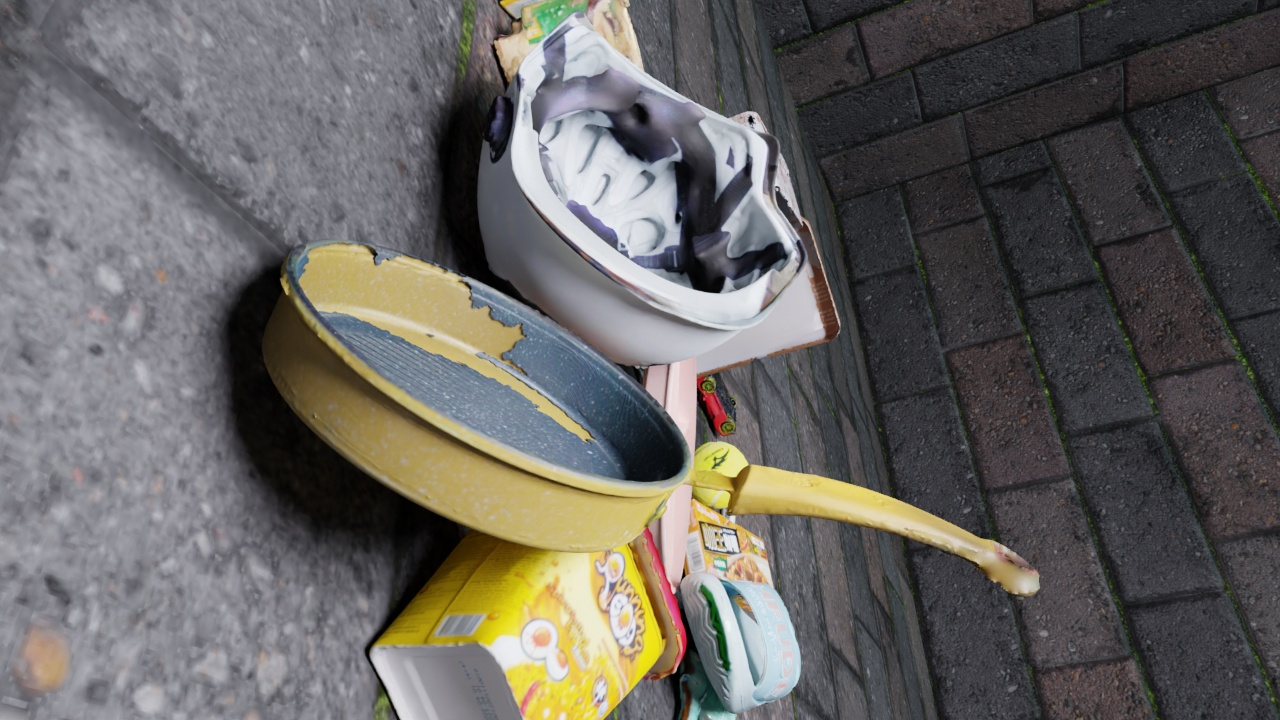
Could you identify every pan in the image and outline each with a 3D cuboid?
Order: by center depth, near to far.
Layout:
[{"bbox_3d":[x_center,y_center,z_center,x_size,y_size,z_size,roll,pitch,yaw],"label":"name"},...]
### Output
[{"bbox_3d":[0.007,0.037,0.413,0.357,0.078,0.197,31,14,-2],"label":"pan"}]

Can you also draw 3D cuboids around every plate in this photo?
[{"bbox_3d":[0.023,0.070,0.741,0.229,0.028,0.229,4,89,-82],"label":"plate"}]

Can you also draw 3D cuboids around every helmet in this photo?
[{"bbox_3d":[-0.018,-0.092,0.630,0.229,0.146,0.258,22,46,-24],"label":"helmet"}]

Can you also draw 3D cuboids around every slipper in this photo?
[{"bbox_3d":[0.096,0.241,0.777,0.245,0.074,0.104,56,13,-61],"label":"slipper"}]

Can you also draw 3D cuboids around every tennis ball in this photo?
[{"bbox_3d":[0.074,0.112,0.898,0.065,0.066,0.065,-15,90,-72],"label":"tennis ball"}]

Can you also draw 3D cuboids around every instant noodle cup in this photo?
[{"bbox_3d":[-0.055,0.134,0.450,0.123,0.116,0.116,-41,115,-57],"label":"instant noodle cup"}]

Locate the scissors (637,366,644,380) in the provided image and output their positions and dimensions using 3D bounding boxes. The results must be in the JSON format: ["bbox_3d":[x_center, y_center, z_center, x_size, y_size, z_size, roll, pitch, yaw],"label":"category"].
[{"bbox_3d":[-0.001,0.001,0.858,0.164,0.014,0.164,26,49,-64],"label":"scissors"}]

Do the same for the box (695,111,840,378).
[{"bbox_3d":[0.075,-0.109,0.902,0.136,0.180,0.269,-89,155,-44],"label":"box"}]

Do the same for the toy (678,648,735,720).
[{"bbox_3d":[0.051,0.283,0.753,0.092,0.030,0.096,64,22,-18],"label":"toy"}]

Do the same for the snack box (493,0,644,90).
[{"bbox_3d":[-0.042,-0.237,0.766,0.105,0.118,0.118,-49,124,-73],"label":"snack box"}]

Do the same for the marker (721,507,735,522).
[{"bbox_3d":[0.089,0.187,0.959,0.145,0.017,0.017,-76,145,-56],"label":"marker"}]

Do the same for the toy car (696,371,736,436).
[{"bbox_3d":[0.082,0.036,1.033,0.049,0.031,0.106,-80,151,-53],"label":"toy car"}]

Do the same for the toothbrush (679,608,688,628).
[{"bbox_3d":[0.061,0.230,0.846,0.189,0.014,0.016,22,62,-68],"label":"toothbrush"}]

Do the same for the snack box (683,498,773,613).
[{"bbox_3d":[0.083,0.191,0.881,0.153,0.026,0.075,38,35,-49],"label":"snack box"}]

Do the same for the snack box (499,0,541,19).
[{"bbox_3d":[-0.057,-0.352,0.765,0.033,0.141,0.086,30,47,-61],"label":"snack box"}]
